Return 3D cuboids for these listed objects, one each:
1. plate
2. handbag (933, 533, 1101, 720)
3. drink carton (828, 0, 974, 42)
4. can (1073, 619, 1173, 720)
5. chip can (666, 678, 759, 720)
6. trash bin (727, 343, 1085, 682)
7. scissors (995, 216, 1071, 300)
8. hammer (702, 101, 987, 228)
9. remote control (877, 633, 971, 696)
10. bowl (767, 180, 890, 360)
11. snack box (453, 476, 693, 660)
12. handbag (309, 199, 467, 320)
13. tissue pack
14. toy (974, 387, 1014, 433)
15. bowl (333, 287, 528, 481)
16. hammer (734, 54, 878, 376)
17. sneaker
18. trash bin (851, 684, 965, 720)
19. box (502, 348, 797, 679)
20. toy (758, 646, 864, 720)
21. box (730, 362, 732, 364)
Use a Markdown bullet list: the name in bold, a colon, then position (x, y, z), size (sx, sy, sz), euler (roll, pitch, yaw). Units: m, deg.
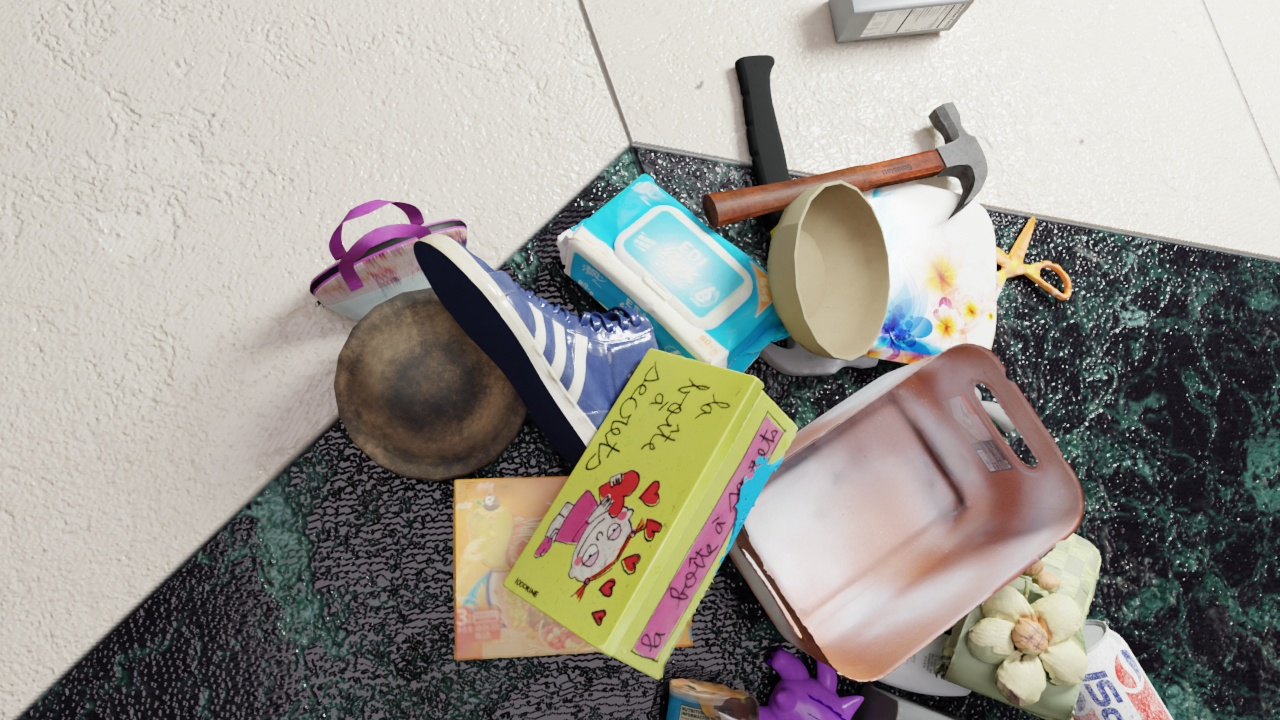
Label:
- **plate**: position (0.262, -0.089, 0.879), size (0.187, 0.016, 0.186), euler (9, 75, -12)
- **handbag**: position (0.334, 0.212, 0.795), size (0.113, 0.117, 0.186), euler (17, 58, 19)
- **drink carton**: position (0.259, -0.359, 0.914), size (0.125, 0.076, 0.048), euler (-8, 83, -6)
- **can**: position (0.429, 0.313, 0.834), size (0.078, 0.078, 0.136), euler (-30, 87, -12)
- **chip can**: position (0.049, 0.391, 0.769), size (0.080, 0.080, 0.229), euler (9, 81, -7)
- **trash bin**: position (0.205, 0.127, 0.790), size (0.259, 0.157, 0.181), euler (-33, 88, -13)
- **scissors**: position (0.373, -0.091, 0.921), size (0.125, 0.011, 0.129), euler (36, 75, 3)
- **hammer**: position (0.196, -0.167, 0.855), size (0.300, 0.028, 0.111), euler (-15, 73, -20)
- **remote control**: position (0.252, 0.272, 0.840), size (0.114, 0.028, 0.060), euler (14, 78, -6)
- **bowl**: position (0.156, -0.075, 0.793), size (0.152, 0.051, 0.152), euler (2, 87, -46)
- **snack box**: position (-0.060, 0.172, 0.781), size (0.195, 0.081, 0.145), euler (-1, 81, -9)
- **handbag**: position (-0.210, -0.088, 0.752), size (0.144, 0.170, 0.068), euler (-26, 86, -11)
- **tissue pack**: position (0.034, -0.068, 0.817), size (0.209, 0.066, 0.116), euler (42, 65, 11)
- **toy**: position (0.313, 0.037, 0.884), size (0.111, 0.030, 0.049), euler (44, 63, 5)
- **bowl**: position (-0.176, 0.023, 0.792), size (0.162, 0.070, 0.162), euler (1, 81, -8)
- **hammer**: position (0.136, -0.142, 0.886), size (0.127, 0.029, 0.323), euler (-9, 82, -9)
- **sneaker**: position (-0.063, -0.034, 0.736), size (0.118, 0.092, 0.233), euler (-44, 112, -25)
- **trash bin**: position (0.282, 0.410, 0.790), size (0.220, 0.098, 0.191), euler (21, 79, -4)
- **box**: position (0.010, 0.107, 0.690), size (0.082, 0.124, 0.220), euler (40, 77, -42)
- **toy**: position (0.146, 0.308, 0.804), size (0.088, 0.056, 0.106), euler (31, 78, -1)
- **box**: position (-0.005, 0.011, 0.835), size (0.186, 0.060, 0.058), euler (-3, 114, -8)
